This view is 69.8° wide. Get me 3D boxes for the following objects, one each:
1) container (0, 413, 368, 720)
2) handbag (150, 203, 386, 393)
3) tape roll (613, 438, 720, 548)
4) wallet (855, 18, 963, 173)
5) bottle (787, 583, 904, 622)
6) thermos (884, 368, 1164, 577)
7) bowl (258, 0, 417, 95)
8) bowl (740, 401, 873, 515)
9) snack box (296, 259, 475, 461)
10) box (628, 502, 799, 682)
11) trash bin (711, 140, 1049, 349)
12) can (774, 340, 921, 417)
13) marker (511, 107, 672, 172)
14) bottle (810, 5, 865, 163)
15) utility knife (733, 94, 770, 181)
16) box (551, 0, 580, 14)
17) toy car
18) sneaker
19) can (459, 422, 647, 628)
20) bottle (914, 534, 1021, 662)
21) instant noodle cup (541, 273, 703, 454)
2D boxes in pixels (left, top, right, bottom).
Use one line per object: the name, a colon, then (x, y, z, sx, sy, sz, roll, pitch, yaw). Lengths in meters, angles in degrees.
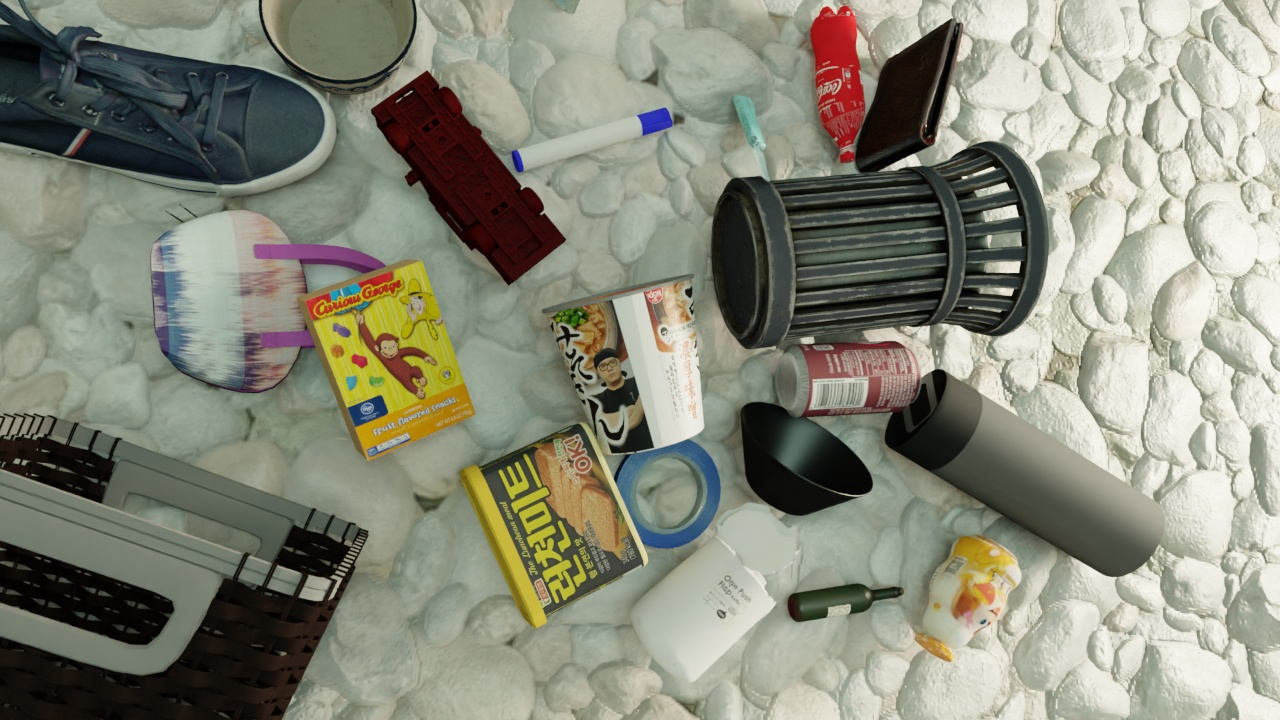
container: (-0.340, 0.191, 0.564, 0.247, 0.246, 0.243, 23, 83, -10)
handbag: (-0.274, -0.049, 0.701, 0.169, 0.068, 0.144, -4, 86, -20)
tape roll: (0.022, 0.110, 0.772, 0.091, 0.016, 0.093, -4, 85, -14)
wallet: (0.238, -0.233, 0.818, 0.031, 0.099, 0.120, 21, 80, -18)
bottle: (0.180, 0.207, 0.795, 0.106, 0.025, 0.025, -5, 85, -14)
thermos: (0.338, 0.100, 0.815, 0.240, 0.082, 0.082, 30, 78, -9)
bowl: (-0.237, -0.264, 0.728, 0.115, 0.059, 0.115, 1, 84, -13)
bowl: (0.126, 0.093, 0.767, 0.124, 0.124, 0.053, 24, 112, -10)
snack box: (-0.191, -0.002, 0.695, 0.088, 0.040, 0.126, -24, 108, -24)
box: (0.067, 0.181, 0.746, 0.161, 0.092, 0.081, -39, 91, -7)
trash bin: (0.185, -0.090, 0.763, 0.227, 0.164, 0.164, -7, 86, -11)
can: (0.179, 0.016, 0.795, 0.114, 0.063, 0.063, -2, 84, -14)
marker: (-0.040, -0.189, 0.788, 0.141, 0.020, 0.020, -20, 89, -15)
bottle: (0.181, -0.250, 0.835, 0.042, 0.042, 0.141, -4, 85, -14)
utility knife: (0.095, -0.187, 0.764, 0.022, 0.168, 0.015, 32, 118, -22)
box: (-0.121, -0.364, 0.726, 0.197, 0.136, 0.043, 33, 83, -8)
toy car: (-0.138, -0.142, 0.737, 0.070, 0.062, 0.170, -40, 94, -14)
sneaker: (-0.373, -0.197, 0.657, 0.294, 0.127, 0.120, 5, 84, -15)
can: (-0.068, 0.125, 0.722, 0.101, 0.073, 0.131, -24, 90, -17)
bottle: (0.282, 0.208, 0.800, 0.063, 0.063, 0.108, 39, 77, -7)
instant noodle cup: (-0.004, 0.004, 0.732, 0.123, 0.124, 0.122, -15, 97, -15)
